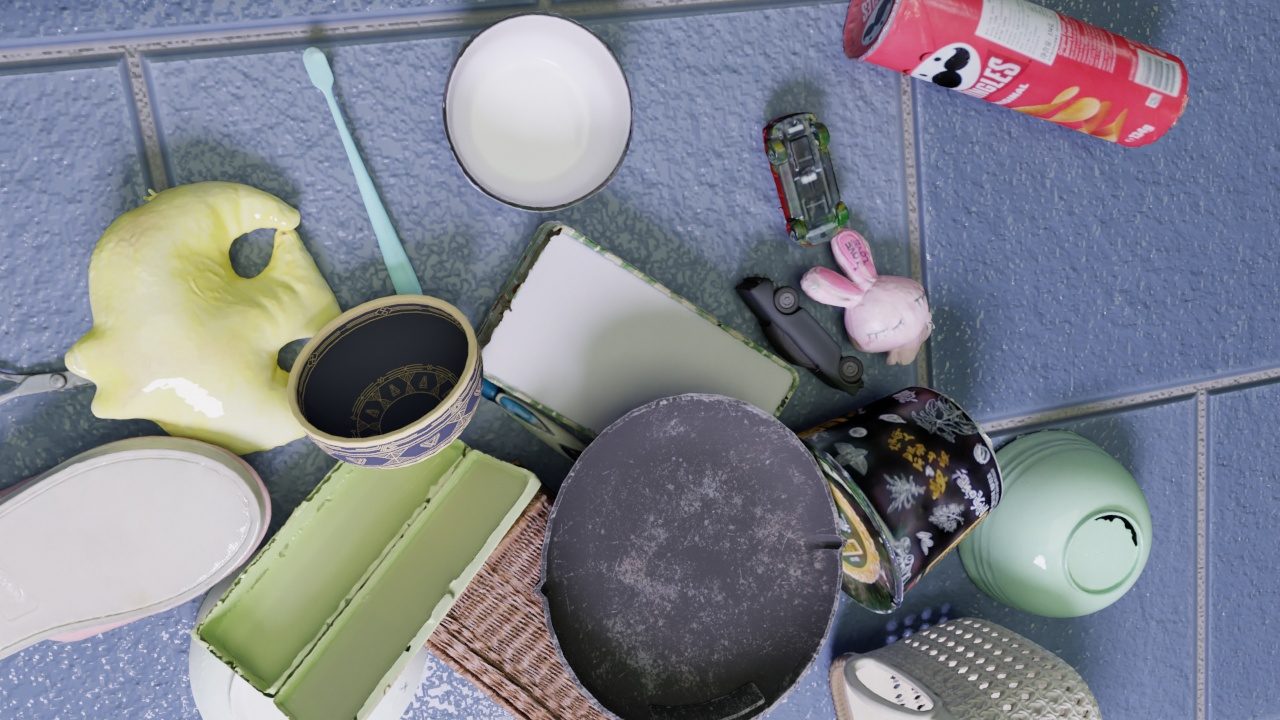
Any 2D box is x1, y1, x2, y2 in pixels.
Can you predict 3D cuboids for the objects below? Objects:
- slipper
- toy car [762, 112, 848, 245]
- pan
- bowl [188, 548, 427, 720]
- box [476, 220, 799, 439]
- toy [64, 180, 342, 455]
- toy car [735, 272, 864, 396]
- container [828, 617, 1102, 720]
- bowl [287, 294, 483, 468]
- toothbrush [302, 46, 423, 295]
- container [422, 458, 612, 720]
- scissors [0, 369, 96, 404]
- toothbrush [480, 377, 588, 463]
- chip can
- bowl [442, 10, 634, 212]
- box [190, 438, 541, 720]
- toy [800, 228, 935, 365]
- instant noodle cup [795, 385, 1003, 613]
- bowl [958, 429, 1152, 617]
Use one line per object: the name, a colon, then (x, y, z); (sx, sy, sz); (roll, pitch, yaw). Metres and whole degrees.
slipper: (-0.352, 0.120, 0.557); (0.274, 0.054, 0.114); (-22, 107, 3)
toy car: (0.111, -0.123, 0.630); (0.042, 0.036, 0.091); (-23, 103, -9)
pan: (0.037, 0.199, 0.553); (0.207, 0.040, 0.357); (-2, 88, -25)
bowl: (-0.215, 0.198, 0.594); (0.153, 0.073, 0.153); (-2, 99, -14)
box: (-0.004, 0.004, 0.621); (0.205, 0.050, 0.118); (29, 95, -15)
toy: (-0.257, -0.020, 0.549); (0.154, 0.065, 0.170); (-30, 109, -26)
toy car: (0.111, -0.016, 0.644); (0.034, 0.046, 0.112); (-46, 104, -4)
container: (0.246, 0.314, 0.670); (0.142, 0.185, 0.246); (-23, 105, -19)
bowl: (-0.145, 0.021, 0.553); (0.112, 0.112, 0.061); (-23, 140, -8)
toothbrush: (-0.172, -0.107, 0.580); (0.016, 0.016, 0.181); (-22, 105, -10)
container: (-0.050, 0.172, 0.605); (0.198, 0.114, 0.112); (44, 83, -17)
scissors: (-0.367, 0.023, 0.557); (0.170, 0.014, 0.095); (15, 87, -13)
toothbrush: (-0.096, 0.024, 0.618); (0.189, 0.017, 0.016); (37, 87, -16)
chip can: (0.260, -0.210, 0.631); (0.233, 0.073, 0.073); (12, 97, -15)
bowl: (-0.066, -0.150, 0.570); (0.116, 0.066, 0.116); (-2, 100, -12)
box: (-0.159, 0.122, 0.548); (0.187, 0.141, 0.044); (-55, 145, -23)
toy: (0.166, -0.042, 0.652); (0.110, 0.047, 0.063); (38, 81, -13)
instant noodle cup: (0.173, 0.087, 0.639); (0.112, 0.137, 0.137); (-29, 105, -17)
bowl: (0.330, 0.135, 0.705); (0.150, 0.077, 0.151); (-2, 101, -13)
